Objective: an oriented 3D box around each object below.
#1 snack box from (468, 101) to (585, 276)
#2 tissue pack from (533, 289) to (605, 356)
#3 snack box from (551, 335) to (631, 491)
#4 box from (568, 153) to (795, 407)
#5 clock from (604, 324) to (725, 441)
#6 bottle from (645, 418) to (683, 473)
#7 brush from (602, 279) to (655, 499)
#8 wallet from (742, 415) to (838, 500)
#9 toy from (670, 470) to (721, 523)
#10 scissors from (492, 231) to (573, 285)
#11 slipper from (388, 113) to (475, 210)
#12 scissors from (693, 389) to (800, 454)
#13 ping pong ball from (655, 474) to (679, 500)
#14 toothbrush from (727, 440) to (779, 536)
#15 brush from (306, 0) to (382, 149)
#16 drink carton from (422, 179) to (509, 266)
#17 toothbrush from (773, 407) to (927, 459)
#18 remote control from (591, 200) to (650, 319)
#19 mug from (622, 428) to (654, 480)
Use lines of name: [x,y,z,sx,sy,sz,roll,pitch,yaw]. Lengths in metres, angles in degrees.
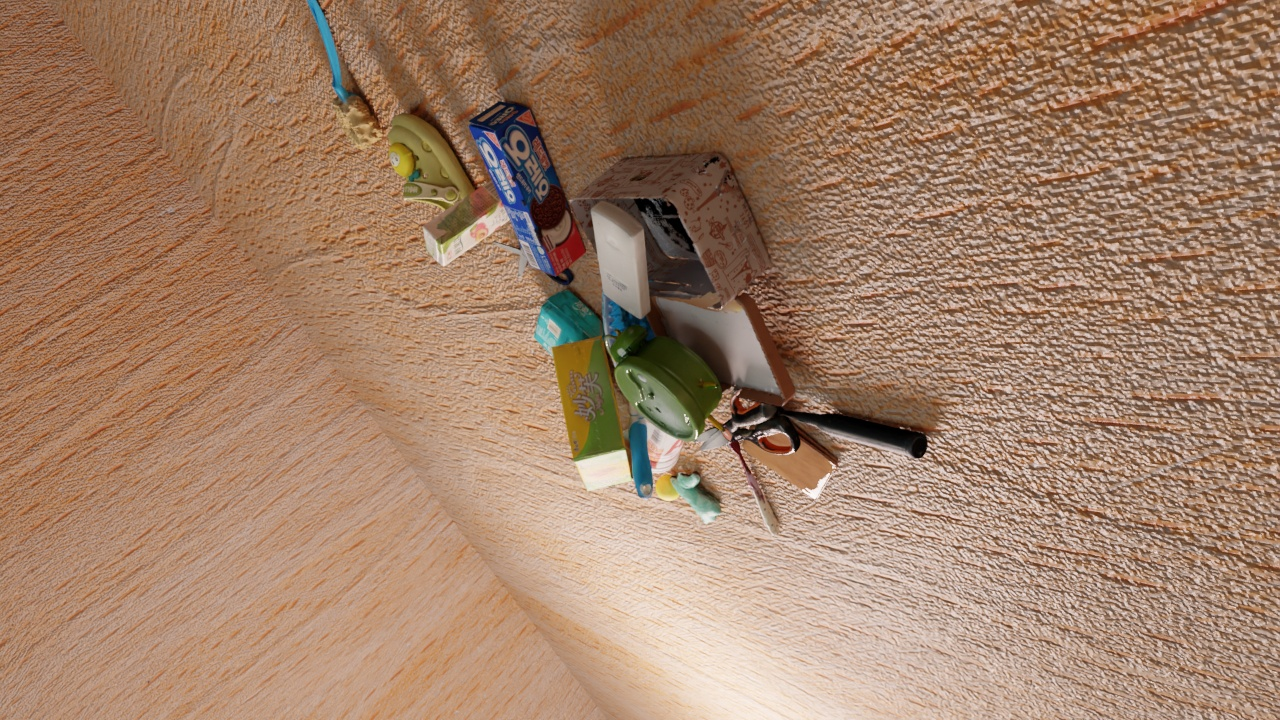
snack box: [-0.132,-0.200,1.087,0.057,0.058,0.208,25,147,42]
tissue pack: [-0.098,-0.036,1.283,0.093,0.050,0.134,44,156,6]
snack box: [-0.063,0.078,1.236,0.210,0.070,0.157,87,170,-72]
box: [0.053,-0.074,0.932,0.177,0.082,0.260,13,138,53]
clock: [0.020,0.021,0.998,0.161,0.056,0.116,31,155,28]
bottle: [0.033,0.080,1.221,0.068,0.068,0.197,41,150,17]
brush: [0.001,0.040,1.134,0.109,0.060,0.315,16,121,62]
wallet: [0.174,0.108,1.078,0.115,0.020,0.101,38,153,16]
toy: [0.083,0.198,1.354,0.092,0.030,0.097,43,150,8]
scissors: [-0.152,-0.147,1.252,0.162,0.012,0.175,35,155,21]
slipper: [-0.286,-0.245,1.256,0.092,0.081,0.190,3,132,55]
scissors: [0.120,0.096,1.093,0.148,0.021,0.235,45,154,20]
ping pong ball: [0.043,0.194,1.399,0.040,0.040,0.040,38,154,22]
toothbrush: [0.147,0.165,1.211,0.017,0.016,0.188,26,149,56]
brush: [-0.431,-0.413,1.309,0.083,0.045,0.255,34,149,38]
drink carton: [-0.225,-0.181,1.192,0.045,0.122,0.054,44,156,15]
toothbrush: [0.204,0.066,0.957,0.213,0.026,0.027,14,147,53]
remote control: [-0.017,-0.097,0.898,0.056,0.019,0.135,36,156,25]
mug: [-0.021,0.151,1.407,0.078,0.078,0.123,49,160,0]
